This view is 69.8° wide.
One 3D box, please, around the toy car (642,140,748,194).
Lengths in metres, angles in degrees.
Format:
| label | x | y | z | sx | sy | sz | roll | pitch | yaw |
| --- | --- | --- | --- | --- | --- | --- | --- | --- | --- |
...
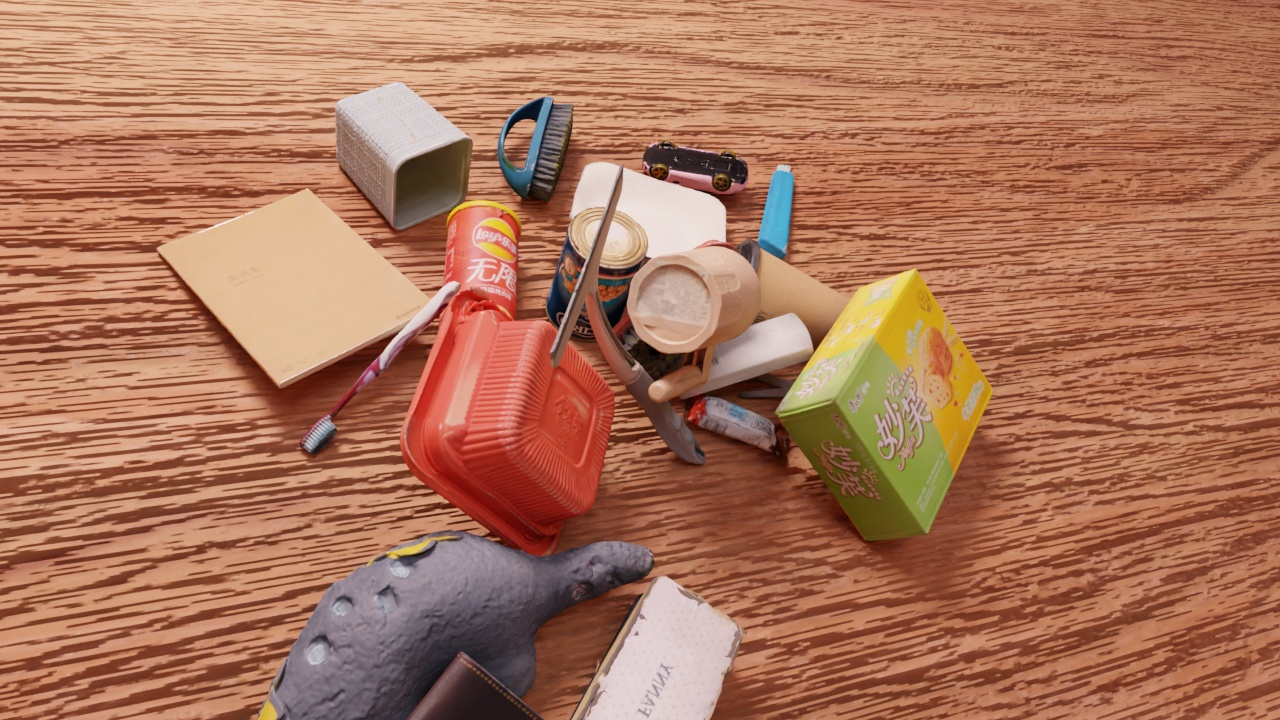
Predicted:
| label | x | y | z | sx | sy | sz | roll | pitch | yaw |
| --- | --- | --- | --- | --- | --- | --- | --- | --- | --- |
| toy car | 0.062 | -0.216 | 1.043 | 0.122 | 0.037 | 0.056 | 11 | 48 | 6 |

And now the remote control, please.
| label | x | y | z | sx | sy | sz | roll | pitch | yaw |
| --- | --- | --- | --- | --- | --- | --- | --- | --- | --- |
| remote control | 0.093 | -0.005 | 0.864 | 0.135 | 0.019 | 0.056 | -18 | 41 | -1 |

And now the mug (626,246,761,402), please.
| label | x | y | z | sx | sy | sz | roll | pitch | yaw |
| --- | --- | --- | --- | --- | --- | --- | --- | --- | --- |
| mug | 0.041 | -0.031 | 0.754 | 0.084 | 0.125 | 0.103 | 17 | 14 | 20 |

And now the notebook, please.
| label | x | y | z | sx | sy | sz | roll | pitch | yaw |
| --- | --- | --- | --- | --- | --- | --- | --- | --- | --- |
| notebook | -0.300 | -0.070 | 0.801 | 0.149 | 0.012 | 0.211 | -32 | 58 | -33 |

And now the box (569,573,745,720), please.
| label | x | y | z | sx | sy | sz | roll | pitch | yaw |
| --- | --- | --- | --- | --- | --- | --- | --- | --- | --- |
| box | 0.008 | 0.242 | 0.669 | 0.090 | 0.059 | 0.183 | 32 | 49 | 6 |

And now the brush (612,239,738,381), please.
| label | x | y | z | sx | sy | sz | roll | pitch | yaw |
| --- | --- | --- | --- | --- | --- | --- | --- | --- | --- |
| brush | 0.035 | -0.054 | 0.854 | 0.063 | 0.146 | 0.069 | 42 | 4 | -32 |

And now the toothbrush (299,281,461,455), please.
| label | x | y | z | sx | sy | sz | roll | pitch | yaw |
| --- | --- | --- | --- | --- | --- | --- | --- | --- | --- |
| toothbrush | -0.211 | 0.003 | 0.758 | 0.017 | 0.016 | 0.187 | 32 | 72 | 24 |

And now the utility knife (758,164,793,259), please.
| label | x | y | z | sx | sy | sz | roll | pitch | yaw |
| --- | --- | --- | --- | --- | --- | --- | --- | --- | --- |
| utility knife | 0.160 | -0.179 | 1.059 | 0.034 | 0.018 | 0.165 | 21 | 49 | -7 |

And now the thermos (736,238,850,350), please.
| label | x | y | z | sx | sy | sz | roll | pitch | yaw |
| --- | --- | --- | --- | --- | --- | --- | --- | --- | --- |
| thermos | 0.137 | -0.059 | 0.921 | 0.143 | 0.093 | 0.092 | 22 | 50 | -12 |

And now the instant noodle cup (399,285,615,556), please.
| label | x | y | z | sx | sy | sz | roll | pitch | yaw |
| --- | --- | --- | --- | --- | --- | --- | --- | --- | --- |
| instant noodle cup | -0.087 | 0.047 | 0.701 | 0.079 | 0.189 | 0.164 | -11 | 51 | 30 |

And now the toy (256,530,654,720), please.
| label | x | y | z | sx | sy | sz | roll | pitch | yaw |
| --- | --- | --- | --- | --- | --- | --- | --- | --- | --- |
| toy | -0.147 | 0.195 | 0.631 | 0.355 | 0.092 | 0.138 | -28 | 79 | -31 |

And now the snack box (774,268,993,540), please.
| label | x | y | z | sx | sy | sz | roll | pitch | yaw |
| --- | --- | --- | --- | --- | --- | --- | --- | --- | --- |
| snack box | 0.232 | 0.038 | 0.846 | 0.157 | 0.070 | 0.209 | 53 | 50 | -15 |

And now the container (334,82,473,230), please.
| label | x | y | z | sx | sy | sz | roll | pitch | yaw |
| --- | --- | --- | --- | --- | --- | --- | --- | --- | --- |
| container | -0.236 | -0.205 | 0.901 | 0.089 | 0.090 | 0.111 | -31 | 66 | -35 |

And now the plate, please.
| label | x | y | z | sx | sy | sz | roll | pitch | yaw |
| --- | --- | --- | --- | --- | --- | --- | --- | --- | --- |
| plate | 0.008 | -0.140 | 0.952 | 0.163 | 0.034 | 0.164 | 17 | 37 | -6 |

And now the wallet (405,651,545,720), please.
| label | x | y | z | sx | sy | sz | roll | pitch | yaw |
| --- | --- | --- | --- | --- | --- | --- | --- | --- | --- |
| wallet | -0.121 | 0.265 | 0.589 | 0.096 | 0.020 | 0.122 | 48 | 67 | -19 |

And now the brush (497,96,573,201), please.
| label | x | y | z | sx | sy | sz | roll | pitch | yaw |
| --- | --- | --- | --- | --- | --- | --- | --- | --- | --- |
| brush | -0.115 | -0.230 | 0.979 | 0.073 | 0.055 | 0.143 | 14 | 52 | -9 |

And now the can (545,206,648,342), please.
| label | x | y | z | sx | sy | sz | roll | pitch | yaw |
| --- | --- | --- | --- | --- | --- | --- | --- | --- | --- |
| can | -0.042 | -0.080 | 0.855 | 0.075 | 0.111 | 0.075 | 9 | 52 | -12 |

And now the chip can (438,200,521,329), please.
| label | x | y | z | sx | sy | sz | roll | pitch | yaw |
| --- | --- | --- | --- | --- | --- | --- | --- | --- | --- |
| chip can | -0.145 | -0.044 | 0.820 | 0.073 | 0.073 | 0.216 | 7 | 53 | -14 |

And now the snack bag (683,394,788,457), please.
| label | x | y | z | sx | sy | sz | roll | pitch | yaw |
| --- | --- | --- | --- | --- | --- | --- | --- | --- | --- |
| snack bag | 0.089 | 0.058 | 0.851 | 0.105 | 0.026 | 0.045 | 20 | 33 | -3 |

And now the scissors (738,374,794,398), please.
| label | x | y | z | sx | sy | sz | roll | pitch | yaw |
| --- | --- | --- | --- | --- | --- | --- | --- | --- | --- |
| scissors | 0.180 | 0.039 | 0.906 | 0.169 | 0.012 | 0.146 | -22 | 64 | -29 |

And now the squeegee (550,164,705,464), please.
| label | x | y | z | sx | sy | sz | roll | pitch | yaw |
| --- | --- | --- | --- | --- | --- | --- | --- | --- | --- |
| squeegee | -0.005 | 0.004 | 0.767 | 0.039 | 0.247 | 0.245 | -12 | 38 | 23 |
